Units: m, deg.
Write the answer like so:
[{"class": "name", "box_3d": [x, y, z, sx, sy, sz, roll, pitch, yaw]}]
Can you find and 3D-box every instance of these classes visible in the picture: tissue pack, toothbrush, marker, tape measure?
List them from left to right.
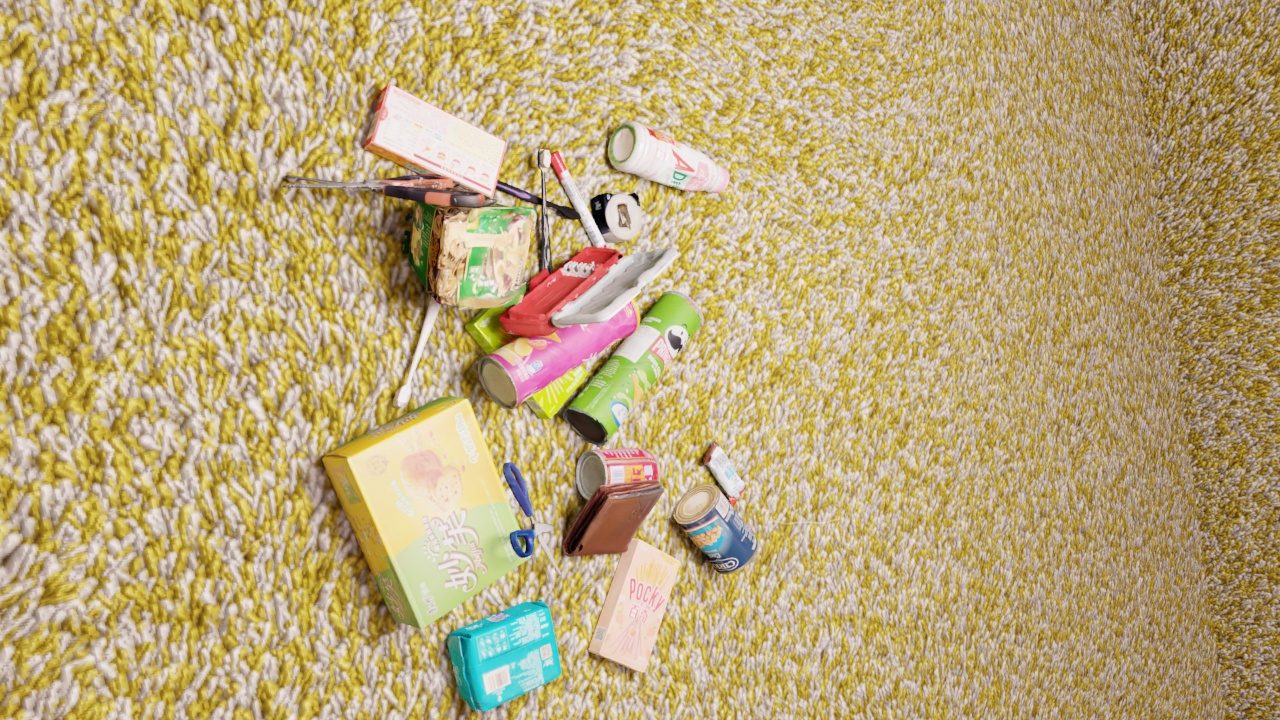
[{"class": "toothbrush", "box_3d": [-0.250, -0.029, 1.057, 0.016, 0.016, 0.179, 30, 66, -37]}, {"class": "tissue pack", "box_3d": [-0.155, 0.345, 1.081, 0.133, 0.050, 0.093, -11, 92, -40]}, {"class": "toothbrush", "box_3d": [-0.155, -0.210, 1.152, 0.188, 0.017, 0.014, 17, 73, -34]}, {"class": "toothbrush", "box_3d": [-0.119, -0.176, 1.160, 0.015, 0.018, 0.181, -6, 100, -35]}, {"class": "marker", "box_3d": [-0.082, -0.206, 1.207, 0.017, 0.017, 0.145, -40, 112, -34]}, {"class": "tape measure", "box_3d": [-0.030, -0.192, 1.237, 0.065, 0.034, 0.066, -10, 93, -38]}]

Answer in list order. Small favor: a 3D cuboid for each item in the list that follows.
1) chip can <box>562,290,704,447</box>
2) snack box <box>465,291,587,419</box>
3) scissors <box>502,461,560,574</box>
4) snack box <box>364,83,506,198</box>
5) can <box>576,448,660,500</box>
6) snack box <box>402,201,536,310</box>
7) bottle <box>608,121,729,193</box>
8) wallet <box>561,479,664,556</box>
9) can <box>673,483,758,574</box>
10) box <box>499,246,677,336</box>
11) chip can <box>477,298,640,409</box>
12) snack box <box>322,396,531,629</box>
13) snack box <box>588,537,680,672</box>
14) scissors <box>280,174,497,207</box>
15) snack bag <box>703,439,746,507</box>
[{"class": "chip can", "box_3d": [-0.007, 0.007, 1.217, 0.235, 0.072, 0.072, -50, 117, -30]}, {"class": "snack box", "box_3d": [-0.139, -0.011, 1.138, 0.085, 0.026, 0.156, -50, 116, -31]}, {"class": "scissors", "box_3d": [-0.128, 0.191, 1.075, 0.162, 0.012, 0.174, -73, 145, -77]}, {"class": "snack box", "box_3d": [-0.236, -0.251, 1.071, 0.155, 0.027, 0.077, 21, 73, -33]}, {"class": "can", "box_3d": [-0.028, 0.148, 1.191, 0.093, 0.067, 0.066, 2, 85, -39]}, {"class": "snack box", "box_3d": [-0.197, -0.133, 1.034, 0.117, 0.105, 0.118, -8, 121, -40]}, {"class": "bottle", "box_3d": [0.046, -0.276, 1.289, 0.196, 0.068, 0.068, 10, 80, -43]}, {"class": "wallet", "box_3d": [-0.033, 0.203, 1.165, 0.101, 0.032, 0.125, 1, 130, -42]}, {"class": "can", "box_3d": [0.106, 0.236, 1.289, 0.111, 0.075, 0.075, 53, 57, -23]}, {"class": "box", "box_3d": [-0.058, -0.087, 1.103, 0.200, 0.158, 0.039, -47, 134, -49]}, {"class": "chip can", "box_3d": [-0.095, -0.019, 1.110, 0.209, 0.072, 0.071, -34, 108, -37]}, {"class": "snack box", "box_3d": [-0.232, 0.165, 1.018, 0.157, 0.070, 0.210, -29, 104, -38]}, {"class": "snack box", "box_3d": [-0.006, 0.325, 1.221, 0.084, 0.026, 0.157, 34, 66, -33]}, {"class": "scissors", "box_3d": [-0.262, -0.181, 0.968, 0.224, 0.189, 0.015, -16, 118, -50]}, {"class": "snack bag", "box_3d": [0.124, 0.167, 1.340, 0.104, 0.026, 0.048, 54, 50, -22]}]
